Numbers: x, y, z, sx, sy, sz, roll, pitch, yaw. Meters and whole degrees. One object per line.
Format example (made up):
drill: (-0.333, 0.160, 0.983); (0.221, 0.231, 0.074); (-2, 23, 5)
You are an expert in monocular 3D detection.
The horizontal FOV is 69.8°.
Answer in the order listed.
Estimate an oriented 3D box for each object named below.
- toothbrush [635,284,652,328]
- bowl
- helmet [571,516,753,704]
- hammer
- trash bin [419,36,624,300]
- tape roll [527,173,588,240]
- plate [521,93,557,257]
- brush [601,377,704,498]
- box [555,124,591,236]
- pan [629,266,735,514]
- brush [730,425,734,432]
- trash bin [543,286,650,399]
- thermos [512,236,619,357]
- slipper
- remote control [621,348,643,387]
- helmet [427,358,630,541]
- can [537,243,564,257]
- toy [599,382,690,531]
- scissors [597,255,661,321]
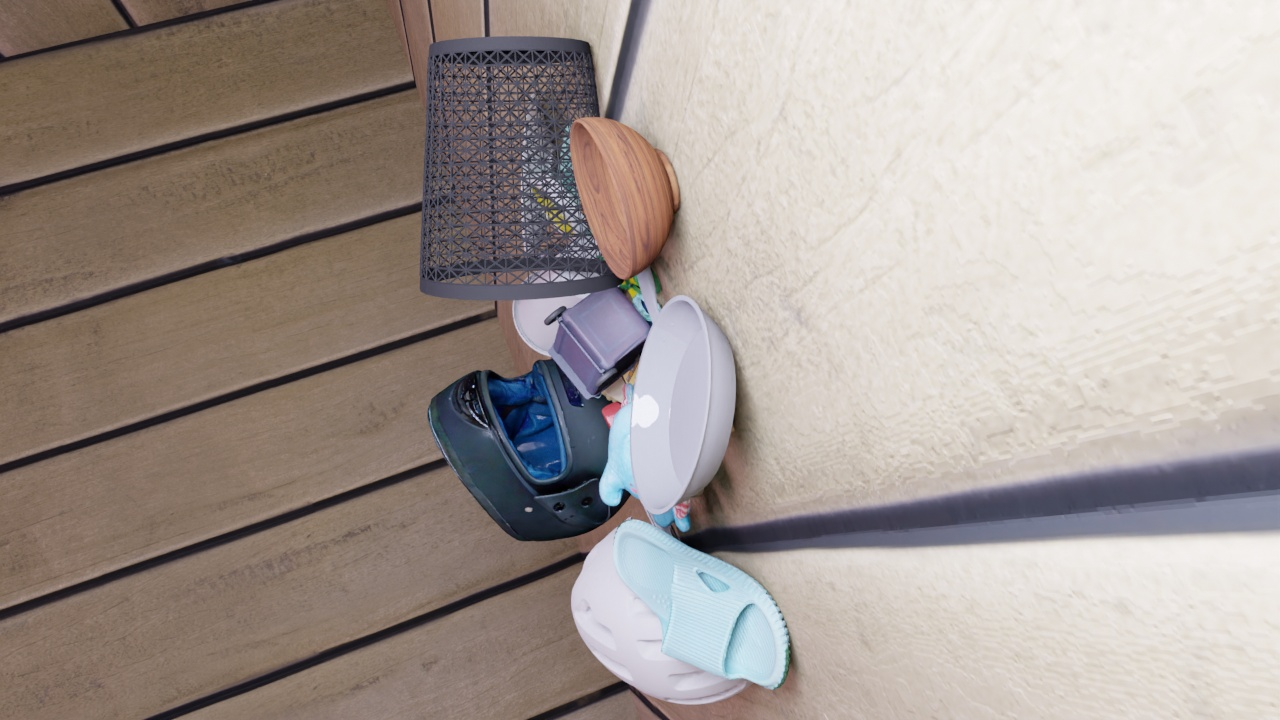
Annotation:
toothbrush: (0.020, -0.020, 1.044); (0.017, 0.016, 0.190); (-2, 106, 71)
bowl: (-0.006, -0.153, 0.827); (0.147, 0.068, 0.147); (160, 90, -78)
helmet: (0.035, 0.334, 1.188); (0.283, 0.183, 0.224); (12, 140, 39)
hammer: (0.008, 0.167, 1.213); (0.126, 0.036, 0.316); (59, 173, 48)
trash bin: (-0.130, -0.201, 0.959); (0.217, 0.216, 0.243); (-142, 49, -69)
tape roll: (-0.102, -0.189, 1.133); (0.094, 0.019, 0.094); (46, 168, 12)
plate: (-0.133, -0.244, 1.251); (0.229, 0.030, 0.229); (130, 142, -90)
brush: (0.009, 0.079, 1.170); (0.272, 0.062, 0.077); (54, 176, 43)
box: (-0.080, -0.204, 1.149); (0.187, 0.057, 0.138); (132, 125, -78)
pan: (0.024, -0.019, 0.893); (0.201, 0.050, 0.355); (117, 154, -46)
brush: (0.058, 0.056, 0.930); (0.117, 0.039, 0.049); (152, 101, -72)
trash bin: (-0.051, -0.018, 1.059); (0.094, 0.092, 0.161); (51, 164, 5)
thermos: (-0.091, -0.086, 1.208); (0.131, 0.131, 0.222); (70, 160, 7)
slipper: (0.049, 0.263, 1.010); (0.276, 0.069, 0.116); (25, 111, 43)
remote control: (-0.007, 0.007, 1.153); (0.133, 0.013, 0.058); (62, 141, 36)
helmet: (-0.126, 0.110, 1.317); (0.316, 0.236, 0.248); (58, -174, -44)
can: (-0.124, -0.125, 1.435); (0.059, 0.054, 0.100); (-127, 21, -53)
toy: (0.006, 0.126, 1.047); (0.181, 0.114, 0.183); (94, 152, -47)
scissors: (-0.015, -0.085, 1.034); (0.131, 0.014, 0.071); (28, 132, 50)
